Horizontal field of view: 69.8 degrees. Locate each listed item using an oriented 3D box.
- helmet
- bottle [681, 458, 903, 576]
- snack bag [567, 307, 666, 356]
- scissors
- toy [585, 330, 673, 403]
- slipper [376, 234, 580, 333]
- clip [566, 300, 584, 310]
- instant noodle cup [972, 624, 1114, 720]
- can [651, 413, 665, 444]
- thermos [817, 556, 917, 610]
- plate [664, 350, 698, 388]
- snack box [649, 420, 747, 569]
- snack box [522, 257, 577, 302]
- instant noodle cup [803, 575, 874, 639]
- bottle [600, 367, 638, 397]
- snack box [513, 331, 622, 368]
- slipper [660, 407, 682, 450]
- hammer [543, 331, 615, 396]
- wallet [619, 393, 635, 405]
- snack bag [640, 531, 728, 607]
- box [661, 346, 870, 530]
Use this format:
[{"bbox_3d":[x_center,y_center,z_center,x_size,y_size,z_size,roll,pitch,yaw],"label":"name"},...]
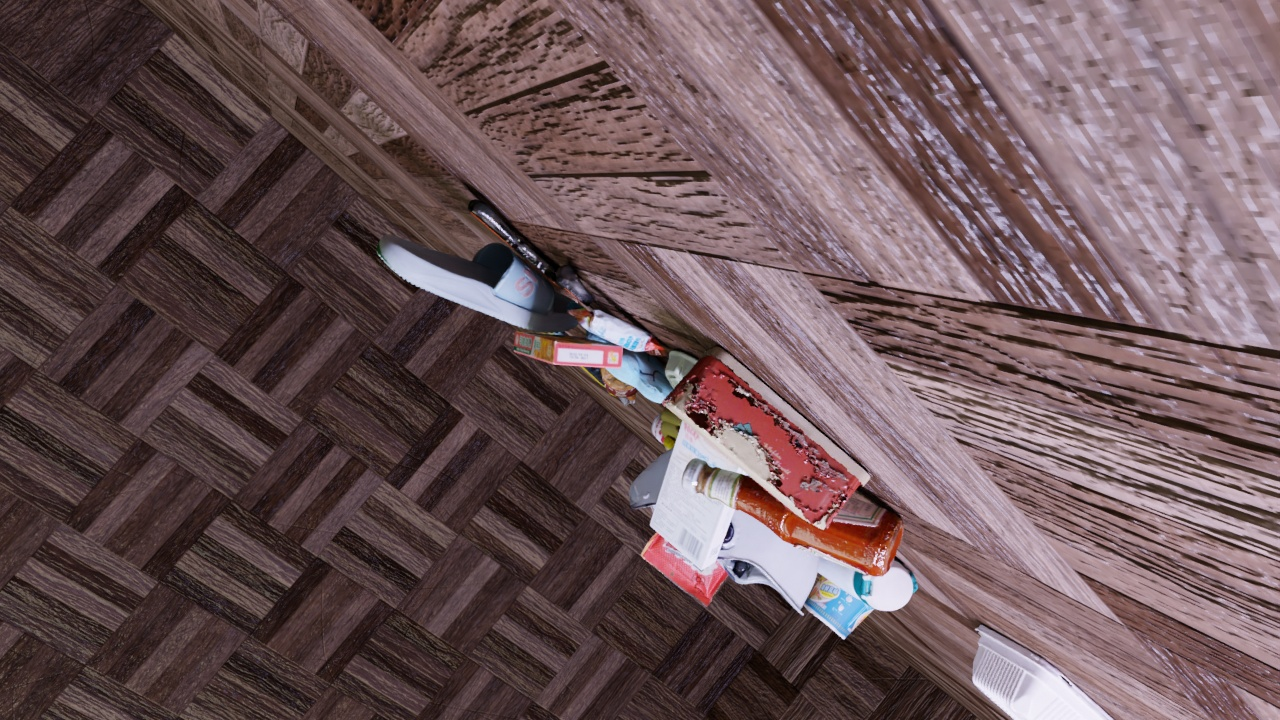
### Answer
[{"bbox_3d":[0.123,0.187,1.142,0.259,0.145,0.229,28,169,27],"label":"helmet"},{"bbox_3d":[0.135,0.138,0.850,0.206,0.059,0.060,17,165,24],"label":"bottle"},{"bbox_3d":[-0.023,-0.030,0.946,0.104,0.026,0.048,23,172,-27],"label":"snack bag"},{"bbox_3d":[-0.094,-0.098,1.008,0.230,0.021,0.221,40,179,-27],"label":"scissors"},{"bbox_3d":[-0.006,0.006,1.062,0.161,0.050,0.156,38,-179,10],"label":"toy"},{"bbox_3d":[-0.176,-0.100,1.042,0.245,0.074,0.104,19,-166,-30],"label":"slipper"},{"bbox_3d":[-0.061,-0.050,1.024,0.046,0.014,0.057,35,-179,-42],"label":"clip"},{"bbox_3d":[0.432,0.369,0.973,0.173,0.060,0.138,40,174,-11],"label":"instant noodle cup"},{"bbox_3d":[0.076,0.130,1.451,0.133,0.053,0.053,35,172,44],"label":"can"},{"bbox_3d":[0.260,0.250,1.145,0.073,0.073,0.224,42,173,-15],"label":"thermos"},{"bbox_3d":[0.112,0.072,0.936,0.230,0.027,0.230,39,174,4],"label":"plate"},{"bbox_3d":[0.063,0.141,0.985,0.026,0.157,0.085,-18,-135,-43],"label":"snack box"},{"bbox_3d":[-0.120,-0.086,1.207,0.084,0.026,0.157,39,174,3],"label":"snack box"},{"bbox_3d":[0.282,0.315,1.252,0.099,0.110,0.099,40,175,4],"label":"instant noodle cup"},{"bbox_3d":[-0.023,0.018,1.228,0.057,0.057,0.175,40,174,4],"label":"bottle"},{"bbox_3d":[-0.084,-0.012,1.022,0.077,0.027,0.156,4,-176,-24],"label":"snack box"},{"bbox_3d":[0.093,0.139,1.297,0.190,0.081,0.091,35,170,26],"label":"slipper"},{"bbox_3d":[-0.119,-0.040,1.270,0.126,0.032,0.323,33,173,45],"label":"hammer"},{"bbox_3d":[-0.043,0.021,1.483,0.106,0.037,0.130,50,175,13],"label":"wallet"},{"bbox_3d":[0.111,0.250,1.381,0.128,0.207,0.073,39,170,5],"label":"snack bag"},{"bbox_3d":[0.098,0.072,0.772,0.168,0.077,0.091,40,175,-1],"label":"box"}]
